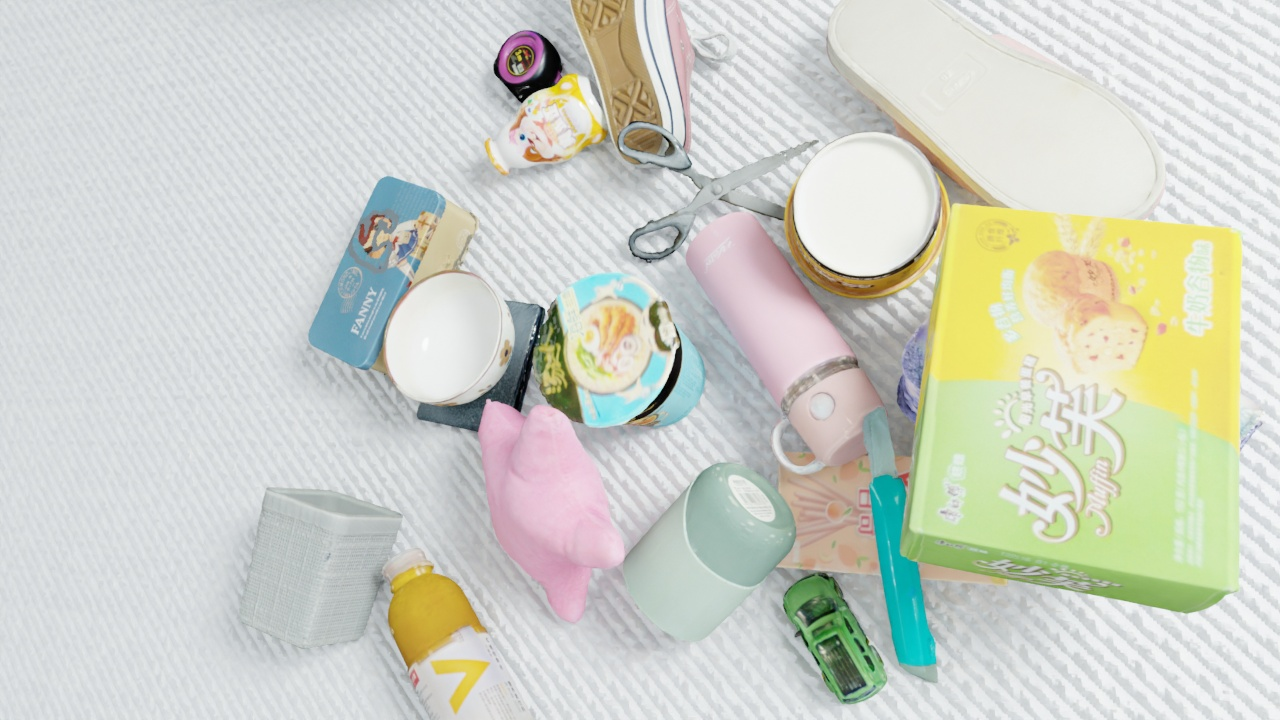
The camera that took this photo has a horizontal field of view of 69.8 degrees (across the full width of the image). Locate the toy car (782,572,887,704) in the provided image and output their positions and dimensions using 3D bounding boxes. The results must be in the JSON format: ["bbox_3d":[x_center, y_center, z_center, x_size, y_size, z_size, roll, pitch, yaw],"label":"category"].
[{"bbox_3d":[0.134,0.192,0.639,0.043,0.036,0.091,-35,64,12],"label":"toy car"}]

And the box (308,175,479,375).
[{"bbox_3d":[-0.223,-0.068,0.822,0.090,0.064,0.184,19,83,32],"label":"box"}]

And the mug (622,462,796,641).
[{"bbox_3d":[0.049,0.124,0.656,0.106,0.082,0.111,-53,21,23],"label":"mug"}]

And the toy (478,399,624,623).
[{"bbox_3d":[-0.075,0.095,0.682,0.074,0.195,0.178,-23,66,-28],"label":"toy"}]

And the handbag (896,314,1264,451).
[{"bbox_3d":[0.272,0.025,0.594,0.134,0.076,0.194,-44,66,-11],"label":"handbag"}]

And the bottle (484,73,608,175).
[{"bbox_3d":[-0.082,-0.201,0.800,0.108,0.063,0.063,-25,70,15],"label":"bottle"}]

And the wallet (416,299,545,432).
[{"bbox_3d":[-0.140,0.002,0.801,0.097,0.019,0.120,10,80,24],"label":"wallet"}]

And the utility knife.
[{"bbox_3d":[0.172,0.124,0.610,0.029,0.013,0.196,-7,101,24],"label":"utility knife"}]

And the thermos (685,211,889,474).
[{"bbox_3d":[0.099,-0.011,0.673,0.087,0.067,0.198,-41,61,22],"label":"thermos"}]

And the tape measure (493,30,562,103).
[{"bbox_3d":[-0.101,-0.268,0.836,0.058,0.039,0.057,-48,66,11],"label":"tape measure"}]

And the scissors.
[{"bbox_3d":[0.056,-0.133,0.730,0.181,0.014,0.160,33,119,0],"label":"scissors"}]

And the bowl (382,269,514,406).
[{"bbox_3d":[-0.150,-0.014,0.765,0.114,0.062,0.113,-7,73,22],"label":"bowl"}]

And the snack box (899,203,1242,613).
[{"bbox_3d":[0.242,0.021,0.521,0.158,0.070,0.209,8,69,15],"label":"snack box"}]

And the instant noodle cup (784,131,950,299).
[{"bbox_3d":[0.157,-0.102,0.638,0.118,0.114,0.118,1,94,13],"label":"instant noodle cup"}]

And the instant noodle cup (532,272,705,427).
[{"bbox_3d":[-0.004,0.004,0.690,0.111,0.120,0.111,-6,76,22],"label":"instant noodle cup"}]

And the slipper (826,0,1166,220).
[{"bbox_3d":[0.249,-0.183,0.668,0.274,0.054,0.114,43,95,21],"label":"slipper"}]

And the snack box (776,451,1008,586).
[{"bbox_3d":[0.175,0.109,0.645,0.157,0.026,0.084,0,78,22],"label":"snack box"}]

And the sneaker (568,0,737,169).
[{"bbox_3d":[0.006,-0.281,0.771,0.118,0.087,0.241,-9,95,43],"label":"sneaker"}]

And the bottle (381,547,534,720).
[{"bbox_3d":[-0.148,0.236,0.722,0.068,0.068,0.189,-39,67,9],"label":"bottle"}]

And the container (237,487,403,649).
[{"bbox_3d":[-0.272,0.174,0.776,0.090,0.090,0.114,12,86,24],"label":"container"}]
